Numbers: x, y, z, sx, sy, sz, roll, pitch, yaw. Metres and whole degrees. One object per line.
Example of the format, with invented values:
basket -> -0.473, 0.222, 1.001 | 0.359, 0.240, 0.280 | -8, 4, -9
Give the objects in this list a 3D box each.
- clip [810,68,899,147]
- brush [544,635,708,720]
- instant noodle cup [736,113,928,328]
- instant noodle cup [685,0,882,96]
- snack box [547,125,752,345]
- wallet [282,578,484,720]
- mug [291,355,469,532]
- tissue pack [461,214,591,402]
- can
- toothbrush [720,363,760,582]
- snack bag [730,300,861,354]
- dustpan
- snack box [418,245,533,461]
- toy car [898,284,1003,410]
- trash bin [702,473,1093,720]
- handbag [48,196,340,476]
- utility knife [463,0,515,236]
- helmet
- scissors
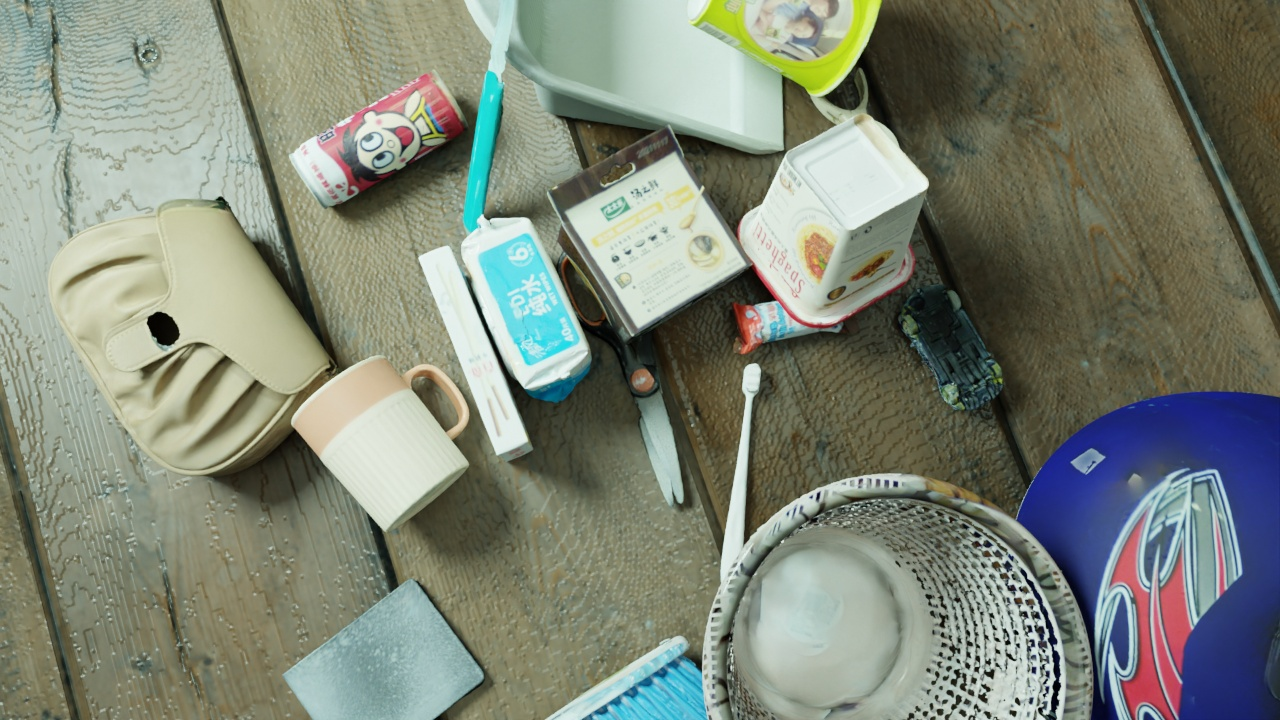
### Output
clip -> 0.178, -0.190, 0.755 | 0.074, 0.035, 0.100 | -19, 78, -4
brush -> -0.086, 0.296, 0.669 | 0.314, 0.060, 0.109 | -32, 79, -4
instant noodle cup -> 0.145, -0.105, 0.681 | 0.116, 0.124, 0.116 | -29, 69, -13
instant noodle cup -> 0.105, -0.279, 0.708 | 0.123, 0.112, 0.111 | 16, 81, -17
snack box -> 0.005, -0.095, 0.706 | 0.113, 0.053, 0.125 | -31, 87, -14
wallet -> -0.191, 0.237, 0.689 | 0.120, 0.019, 0.097 | -36, 87, -8
mug -> -0.181, 0.055, 0.690 | 0.106, 0.082, 0.114 | 50, 53, 3
tissue pack -> -0.087, -0.038, 0.694 | 0.063, 0.090, 0.140 | -24, 84, -5
can -> -0.207, -0.175, 0.728 | 0.132, 0.053, 0.053 | -32, 84, -6
toothbrush -> 0.079, 0.091, 0.718 | 0.016, 0.016, 0.180 | 7, 82, 1
snack bag -> 0.121, -0.034, 0.733 | 0.105, 0.026, 0.045 | -11, 75, -6
dustpan -> -0.007, -0.291, 0.709 | 0.258, 0.143, 0.222 | 1, 82, -1
snack box -> -0.122, -0.002, 0.690 | 0.027, 0.085, 0.156 | -23, 84, -7
toy car -> 0.245, -0.010, 0.731 | 0.049, 0.031, 0.105 | -28, 85, -6
trash bin -> 0.145, 0.192, 0.616 | 0.227, 0.192, 0.227 | 0, 82, -2
handbag -> -0.331, -0.019, 0.678 | 0.147, 0.100, 0.204 | -34, 88, -9
utility knife -> -0.111, -0.175, 0.677 | 0.013, 0.220, 0.029 | -19, 54, -35
helmet -> 0.369, 0.177, 0.603 | 0.240, 0.247, 0.315 | 3, 88, -4
scissors -> 0.013, -0.001, 0.727 | 0.139, 0.022, 0.235 | -35, 84, -7
